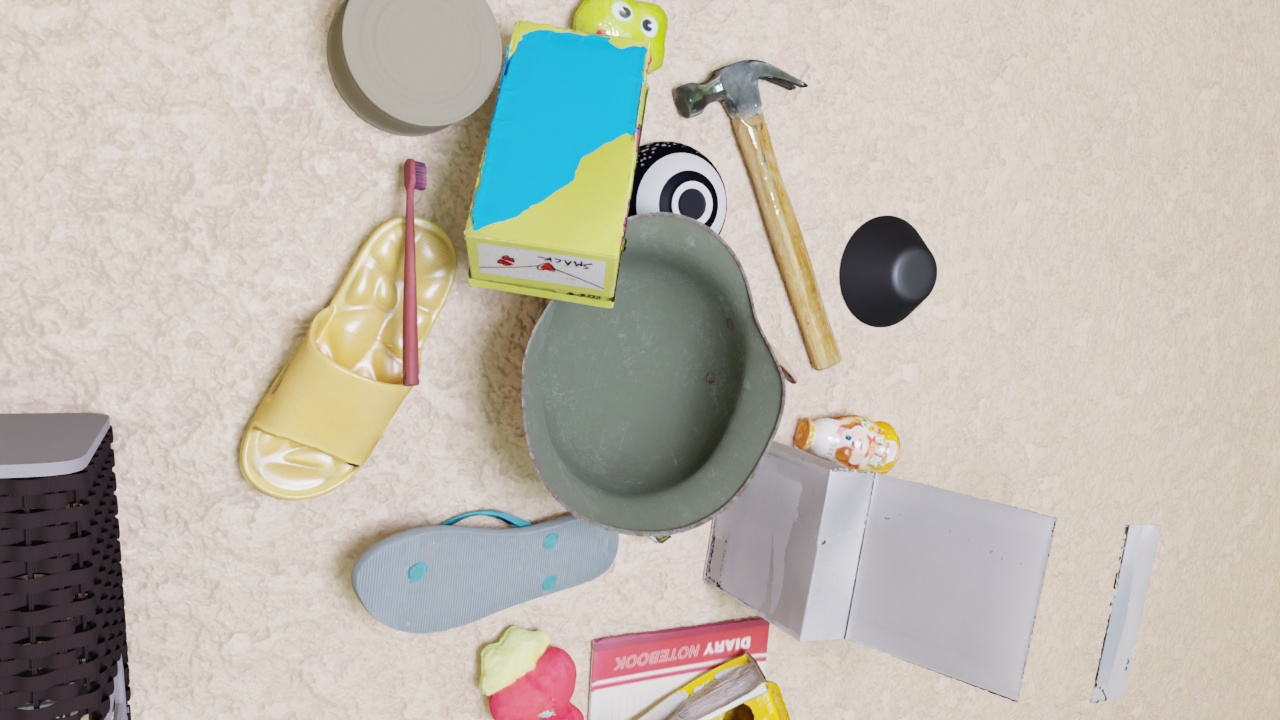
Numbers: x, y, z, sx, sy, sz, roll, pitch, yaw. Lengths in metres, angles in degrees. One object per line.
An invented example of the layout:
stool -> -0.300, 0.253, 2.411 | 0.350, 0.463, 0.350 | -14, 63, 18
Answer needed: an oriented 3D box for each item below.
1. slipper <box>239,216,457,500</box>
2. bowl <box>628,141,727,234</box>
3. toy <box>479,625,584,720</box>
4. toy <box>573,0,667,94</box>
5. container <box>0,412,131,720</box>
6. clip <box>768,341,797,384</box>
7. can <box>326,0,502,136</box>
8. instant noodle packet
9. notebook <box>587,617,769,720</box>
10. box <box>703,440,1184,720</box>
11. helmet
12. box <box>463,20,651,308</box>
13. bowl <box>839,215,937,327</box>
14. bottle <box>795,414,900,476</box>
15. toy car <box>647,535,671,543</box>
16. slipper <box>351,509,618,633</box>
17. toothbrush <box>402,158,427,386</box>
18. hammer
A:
slipper -> -0.230, 0.001, 0.755 | 0.099, 0.078, 0.263 | 30, 82, -27
bowl -> 0.033, -0.146, 0.862 | 0.120, 0.066, 0.120 | -4, 100, -25
toy -> -0.102, 0.318, 0.884 | 0.091, 0.045, 0.135 | -37, 108, -19
toy -> -0.023, -0.274, 0.828 | 0.092, 0.043, 0.118 | 18, 92, -28
container -> -0.467, 0.169, 0.579 | 0.245, 0.248, 0.243 | 1, 94, -26
clip -> 0.134, 0.011, 0.962 | 0.045, 0.025, 0.061 | -44, 106, -15
can -> -0.182, -0.249, 0.739 | 0.127, 0.073, 0.128 | -4, 100, -25
instant noodle packet -> 0.056, 0.432, 0.954 | 0.221, 0.084, 0.163 | -24, 108, -13
notebook -> 0.042, 0.355, 0.978 | 0.208, 0.012, 0.153 | -1, 100, -25
box -> 0.231, 0.189, 0.829 | 0.108, 0.419, 0.166 | 4, 97, -44
helmet -> -0.005, 0.005, 0.818 | 0.227, 0.154, 0.268 | 11, 92, -17
box -> -0.061, -0.162, 0.737 | 0.124, 0.079, 0.220 | 7, 63, -2
bowl -> 0.283, -0.095, 0.998 | 0.124, 0.052, 0.124 | -4, 100, -25
bottle -> 0.224, 0.089, 0.995 | 0.109, 0.063, 0.063 | 12, 93, -12
toy car -> -0.012, 0.143, 0.898 | 0.033, 0.048, 0.105 | -45, 113, -8
slipper -> -0.141, 0.189, 0.850 | 0.268, 0.055, 0.098 | 0, 101, -37
toothbrush -> -0.184, -0.073, 0.747 | 0.016, 0.016, 0.189 | 6, 78, -38
hammer -> 0.146, -0.142, 0.939 | 0.132, 0.033, 0.330 | -29, 110, -20
